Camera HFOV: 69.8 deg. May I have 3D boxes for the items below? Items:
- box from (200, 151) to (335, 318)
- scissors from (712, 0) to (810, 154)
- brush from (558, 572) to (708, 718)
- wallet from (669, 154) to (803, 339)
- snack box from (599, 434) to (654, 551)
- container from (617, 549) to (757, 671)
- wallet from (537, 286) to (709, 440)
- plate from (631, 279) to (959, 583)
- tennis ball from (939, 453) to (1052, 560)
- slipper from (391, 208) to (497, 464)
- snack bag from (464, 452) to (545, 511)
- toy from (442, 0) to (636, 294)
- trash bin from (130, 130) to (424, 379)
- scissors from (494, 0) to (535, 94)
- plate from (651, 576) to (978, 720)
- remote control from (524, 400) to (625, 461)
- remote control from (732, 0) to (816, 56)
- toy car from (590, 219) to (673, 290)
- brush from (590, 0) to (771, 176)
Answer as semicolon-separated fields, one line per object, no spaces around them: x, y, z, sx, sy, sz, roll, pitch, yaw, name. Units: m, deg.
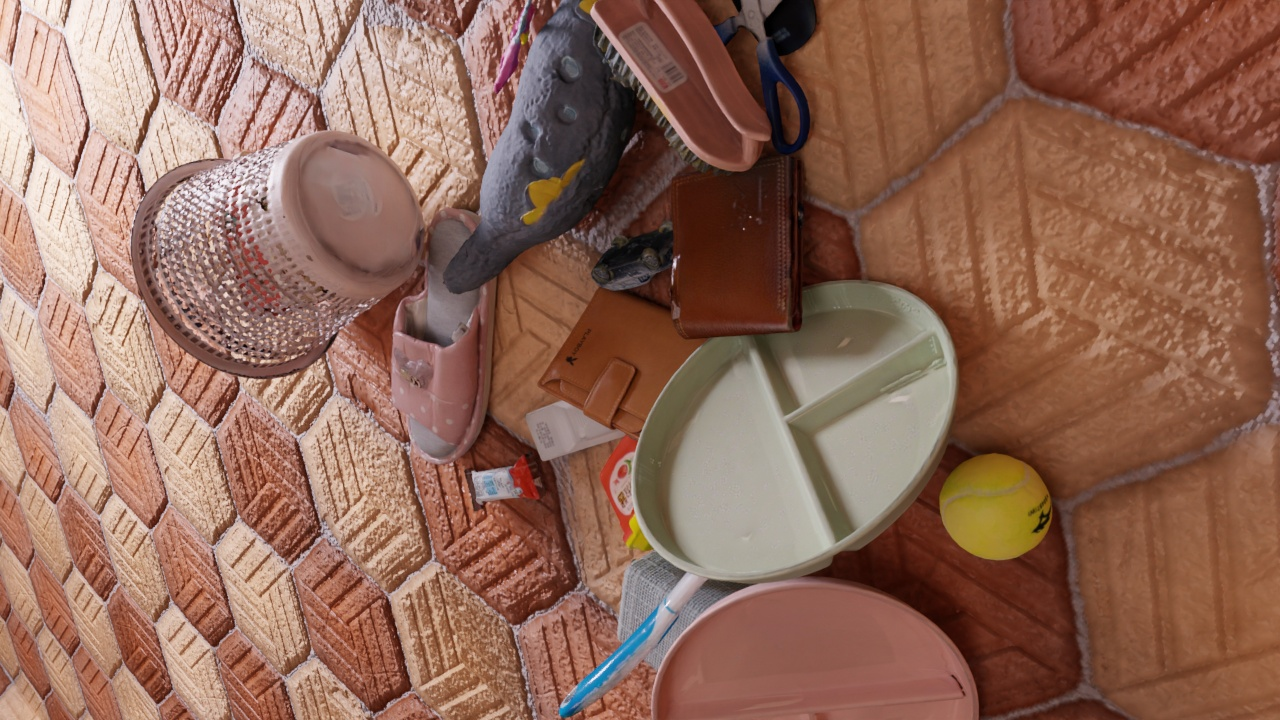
-0.407;-0.132;0.996;0.077;0.091;0.168;-16;94;20;box
0.073;-0.214;0.604;0.176;0.012;0.162;-15;106;55;scissors
0.038;0.142;0.664;0.315;0.060;0.109;-35;100;9;brush
0.068;-0.077;0.646;0.101;0.032;0.124;-4;83;40;wallet
0.018;0.096;0.739;0.080;0.081;0.091;56;131;29;snack box
0.047;0.208;0.744;0.111;0.090;0.090;24;119;35;container
-0.004;0.004;0.720;0.132;0.031;0.107;26;77;32;wallet
0.093;0.041;0.585;0.231;0.229;0.027;-9;135;41;plate
0.221;0.091;0.571;0.065;0.065;0.065;14;113;36;tennis ball
-0.196;-0.014;0.891;0.114;0.054;0.275;31;120;29;slipper
-0.137;0.121;0.907;0.104;0.026;0.048;-20;85;43;snack bag
-0.071;-0.174;0.709;0.138;0.091;0.357;54;128;36;toy
-0.319;-0.112;0.860;0.193;0.226;0.227;-16;94;35;trash bin
-0.094;-0.240;0.691;0.017;0.137;0.093;22;99;-14;scissors
0.123;0.249;0.663;0.229;0.028;0.230;2;114;5;plate
-0.053;0.055;0.817;0.125;0.024;0.049;-22;90;43;remote control
0.072;-0.266;0.602;0.053;0.024;0.136;-27;87;44;remote control
0.000;-0.079;0.716;0.091;0.042;0.034;-13;123;44;toy car
0.032;-0.187;0.604;0.145;0.063;0.073;56;155;5;brush
